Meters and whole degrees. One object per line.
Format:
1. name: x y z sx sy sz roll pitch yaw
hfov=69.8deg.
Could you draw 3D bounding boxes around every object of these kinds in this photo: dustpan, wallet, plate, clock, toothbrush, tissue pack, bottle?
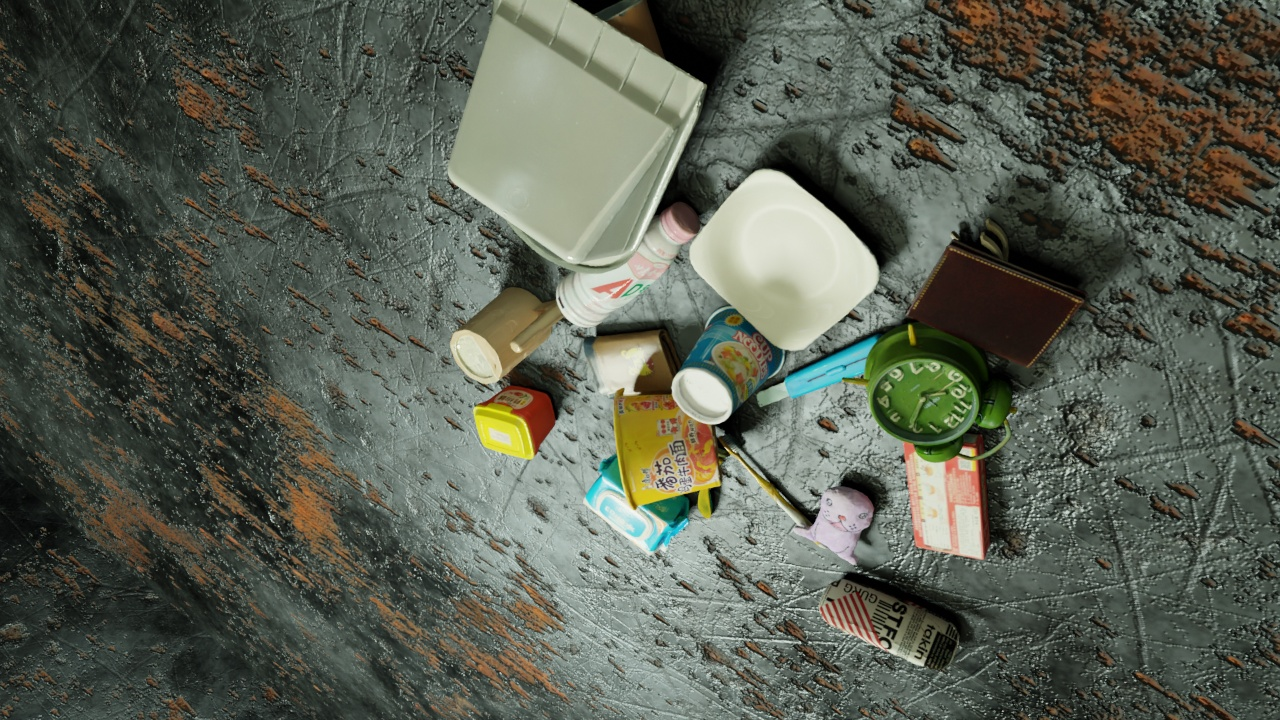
1. dustpan: -0.069 -0.205 0.902 0.223 0.142 0.258 35 112 9
2. wallet: -0.007 0.006 1.107 0.115 0.033 0.090 -6 118 34
3. wallet: 0.309 -0.048 0.806 0.122 0.020 0.097 24 139 6
4. plate: 0.144 -0.102 0.910 0.163 0.034 0.165 43 137 -1
5. clock: 0.286 0.036 0.886 0.161 0.056 0.116 38 127 -7
6. toothbrush: 0.164 0.158 1.112 0.191 0.016 0.018 46 128 -2
7. tissue pack: -0.006 0.192 1.224 0.140 0.063 0.090 37 136 7
8. bottle: -0.014 -0.105 1.000 0.068 0.068 0.197 50 133 -7

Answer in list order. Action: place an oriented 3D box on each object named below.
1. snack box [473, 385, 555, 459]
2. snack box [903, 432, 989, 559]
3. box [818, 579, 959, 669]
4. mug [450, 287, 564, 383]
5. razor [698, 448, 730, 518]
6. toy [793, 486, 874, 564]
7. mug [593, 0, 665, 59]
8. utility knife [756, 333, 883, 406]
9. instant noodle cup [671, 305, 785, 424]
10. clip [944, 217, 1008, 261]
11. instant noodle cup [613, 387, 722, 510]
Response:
1. snack box: -0.167 0.081 1.243 0.091 0.079 0.082 12 127 28
2. snack box: 0.326 0.141 0.974 0.075 0.025 0.153 6 125 34
3. box: 0.300 0.319 1.108 0.163 0.076 0.088 17 157 25
4. mug: -0.159 -0.033 1.131 0.125 0.103 0.084 -9 116 40
5. razor: 0.086 0.159 1.162 0.043 0.028 0.133 19 133 19
6. toy: 0.230 0.185 1.066 0.084 0.038 0.108 25 135 13
7. mug: -0.008 -0.269 0.866 0.078 0.078 0.123 -4 125 37
8. utility knife: 0.192 0.016 0.979 0.192 0.018 0.034 -28 104 46
9. instant noodle cup: 0.089 0.010 0.982 0.099 0.109 0.099 19 132 22
10. clip: 0.319 -0.080 0.803 0.104 0.034 0.083 41 137 -5
11. instant noodle cup: 0.034 0.098 1.063 0.110 0.137 0.138 -9 121 6
